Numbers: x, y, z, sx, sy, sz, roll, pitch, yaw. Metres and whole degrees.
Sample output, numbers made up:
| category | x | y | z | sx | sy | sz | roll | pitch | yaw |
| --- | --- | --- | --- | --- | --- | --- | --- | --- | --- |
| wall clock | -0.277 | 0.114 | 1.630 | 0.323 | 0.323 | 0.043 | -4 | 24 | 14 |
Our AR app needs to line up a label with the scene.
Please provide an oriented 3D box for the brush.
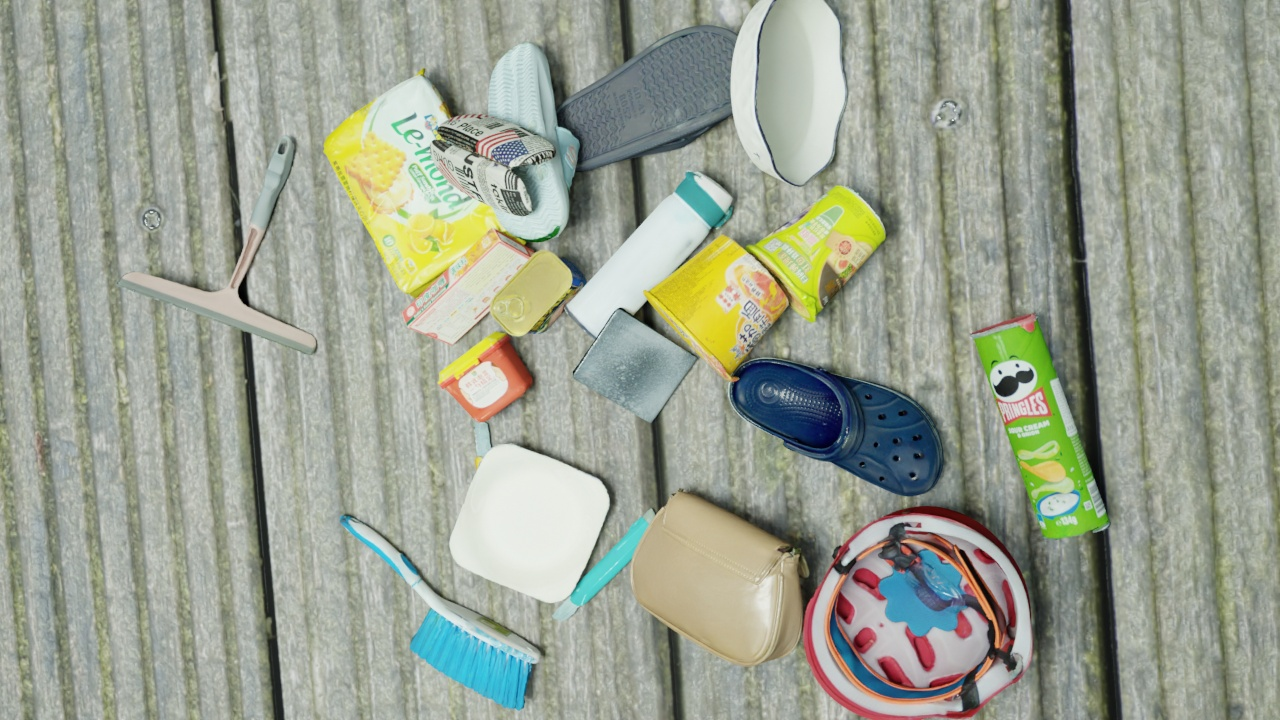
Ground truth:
| category | x | y | z | sx | sy | sz | roll | pitch | yaw |
| --- | --- | --- | --- | --- | --- | --- | --- | --- | --- |
| brush | -0.259 | 0.306 | 1.127 | 0.314 | 0.060 | 0.109 | 25 | 91 | 11 |

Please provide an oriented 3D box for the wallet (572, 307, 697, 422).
| category | x | y | z | sx | sy | sz | roll | pitch | yaw |
| --- | --- | --- | --- | --- | --- | --- | --- | --- | --- |
| wallet | -0.006 | 0.006 | 1.057 | 0.121 | 0.019 | 0.097 | 31 | 97 | -25 |

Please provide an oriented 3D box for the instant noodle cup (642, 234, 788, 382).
| category | x | y | z | sx | sy | sz | roll | pitch | yaw |
| --- | --- | --- | --- | --- | --- | --- | --- | --- | --- |
| instant noodle cup | 0.088 | -0.063 | 1.011 | 0.110 | 0.138 | 0.138 | -43 | 84 | 0 |

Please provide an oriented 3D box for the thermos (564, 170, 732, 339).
| category | x | y | z | sx | sy | sz | roll | pitch | yaw |
| --- | --- | --- | --- | --- | --- | --- | --- | --- | --- |
| thermos | 0.013 | -0.118 | 1.053 | 0.073 | 0.073 | 0.224 | 44 | 98 | 6 |

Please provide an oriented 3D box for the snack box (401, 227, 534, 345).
| category | x | y | z | sx | sy | sz | roll | pitch | yaw |
| --- | --- | --- | --- | --- | --- | --- | --- | --- | --- |
| snack box | -0.198 | -0.084 | 1.076 | 0.156 | 0.077 | 0.027 | -40 | 58 | 16 |

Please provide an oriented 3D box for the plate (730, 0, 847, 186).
| category | x | y | z | sx | sy | sz | roll | pitch | yaw |
| --- | --- | --- | --- | --- | --- | --- | --- | --- | --- |
| plate | 0.155 | -0.288 | 0.963 | 0.046 | 0.204 | 0.205 | 9 | 94 | 36 |

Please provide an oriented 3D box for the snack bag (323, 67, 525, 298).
| category | x | y | z | sx | sy | sz | roll | pitch | yaw |
| --- | --- | --- | --- | --- | --- | --- | --- | --- | --- |
| snack bag | -0.261 | -0.206 | 1.098 | 0.158 | 0.068 | 0.246 | -30 | 87 | 11 |

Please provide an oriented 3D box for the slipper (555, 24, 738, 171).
| category | x | y | z | sx | sy | sz | roll | pitch | yaw |
| --- | --- | --- | --- | --- | --- | --- | --- | --- | --- |
| slipper | 0.019 | -0.291 | 1.045 | 0.269 | 0.083 | 0.110 | -16 | 87 | 29 |

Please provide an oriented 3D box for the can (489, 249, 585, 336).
| category | x | y | z | sx | sy | sz | roll | pitch | yaw |
| --- | --- | --- | --- | --- | --- | --- | --- | --- | --- |
| can | -0.116 | -0.076 | 1.068 | 0.057 | 0.083 | 0.102 | 45 | 99 | 6 |

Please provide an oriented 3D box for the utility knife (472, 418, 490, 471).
| category | x | y | z | sx | sy | sz | roll | pitch | yaw |
| --- | --- | --- | --- | --- | --- | --- | --- | --- | --- |
| utility knife | -0.187 | 0.169 | 1.124 | 0.033 | 0.015 | 0.202 | -7 | 90 | 8 |

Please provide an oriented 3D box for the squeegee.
| category | x | y | z | sx | sy | sz | roll | pitch | yaw |
| --- | --- | --- | --- | --- | --- | --- | --- | --- | --- |
| squeegee | -0.486 | -0.164 | 1.157 | 0.247 | 0.040 | 0.249 | 21 | 90 | -7 |

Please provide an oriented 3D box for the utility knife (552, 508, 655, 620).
| category | x | y | z | sx | sy | sz | roll | pitch | yaw |
| --- | --- | --- | --- | --- | --- | --- | --- | --- | --- |
| utility knife | -0.042 | 0.249 | 1.101 | 0.029 | 0.013 | 0.183 | 45 | 98 | 9 |

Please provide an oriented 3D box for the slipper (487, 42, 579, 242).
| category | x | y | z | sx | sy | sz | roll | pitch | yaw |
| --- | --- | --- | --- | --- | --- | --- | --- | --- | --- |
| slipper | -0.121 | -0.246 | 1.049 | 0.104 | 0.074 | 0.245 | -20 | 70 | 36 |

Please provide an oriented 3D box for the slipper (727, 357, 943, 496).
| category | x | y | z | sx | sy | sz | roll | pitch | yaw |
| --- | --- | --- | --- | --- | --- | --- | --- | --- | --- |
| slipper | 0.215 | 0.064 | 1.009 | 0.253 | 0.095 | 0.105 | 25 | 98 | 12 |

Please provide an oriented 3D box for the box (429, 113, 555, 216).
| category | x | y | z | sx | sy | sz | roll | pitch | yaw |
| --- | --- | --- | --- | --- | --- | --- | --- | --- | --- |
| box | -0.159 | -0.221 | 0.997 | 0.162 | 0.076 | 0.086 | 30 | 68 | 38 |

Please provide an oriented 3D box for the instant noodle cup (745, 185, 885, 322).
| category | x | y | z | sx | sy | sz | roll | pitch | yaw |
| --- | --- | --- | --- | --- | --- | --- | --- | --- | --- |
| instant noodle cup | 0.197 | -0.123 | 1.002 | 0.123 | 0.111 | 0.111 | -42 | 84 | 2 |

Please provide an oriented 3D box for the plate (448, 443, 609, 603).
| category | x | y | z | sx | sy | sz | roll | pitch | yaw |
| --- | --- | --- | --- | --- | --- | --- | --- | --- | --- |
| plate | -0.132 | 0.192 | 1.096 | 0.164 | 0.034 | 0.163 | 23 | 92 | -1 |

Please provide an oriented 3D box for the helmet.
| category | x | y | z | sx | sy | sz | roll | pitch | yaw |
| --- | --- | --- | --- | --- | --- | --- | --- | --- | --- |
| helmet | 0.298 | 0.261 | 0.977 | 0.241 | 0.143 | 0.207 | -45 | 77 | 26 |

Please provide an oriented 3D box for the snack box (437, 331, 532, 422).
| category | x | y | z | sx | sy | sz | roll | pitch | yaw |
| --- | --- | --- | --- | --- | --- | --- | --- | --- | --- |
| snack box | -0.181 | 0.021 | 1.087 | 0.091 | 0.082 | 0.080 | -35 | 95 | 10 |

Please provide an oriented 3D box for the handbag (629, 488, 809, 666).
| category | x | y | z | sx | sy | sz | roll | pitch | yaw |
| --- | --- | --- | --- | --- | --- | --- | --- | --- | --- |
| handbag | 0.090 | 0.240 | 1.016 | 0.205 | 0.099 | 0.148 | 24 | 102 | 37 |

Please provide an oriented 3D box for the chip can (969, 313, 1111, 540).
| category | x | y | z | sx | sy | sz | roll | pitch | yaw |
| --- | --- | --- | --- | --- | --- | --- | --- | --- | --- |
| chip can | 0.427 | 0.070 | 0.979 | 0.072 | 0.072 | 0.236 | -20 | 89 | 10 |
